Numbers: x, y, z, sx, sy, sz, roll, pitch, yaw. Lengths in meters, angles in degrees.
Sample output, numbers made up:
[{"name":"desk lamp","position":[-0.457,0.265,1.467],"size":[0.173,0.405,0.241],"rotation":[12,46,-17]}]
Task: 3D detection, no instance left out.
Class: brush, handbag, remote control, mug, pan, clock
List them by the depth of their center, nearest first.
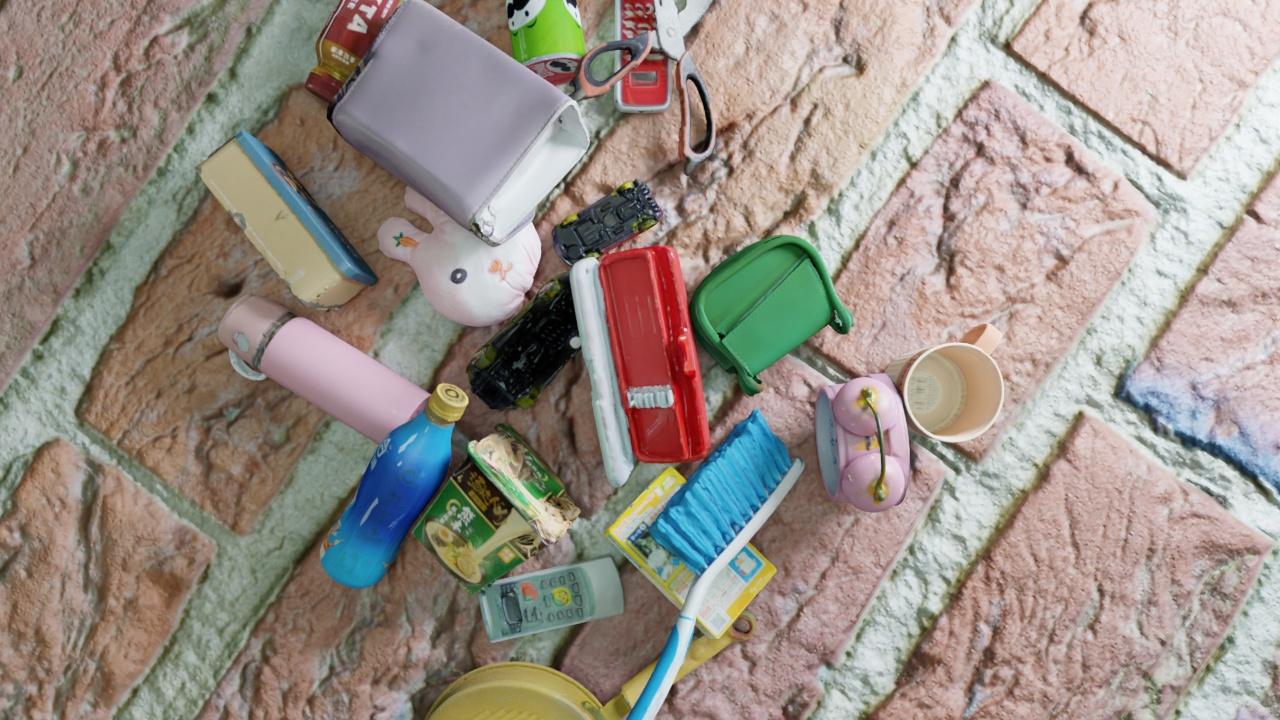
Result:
[{"name":"brush","position":[0.045,0.180,0.790],"size":[0.109,0.061,0.313],"rotation":[45,65,-1]},{"name":"clock","position":[0.192,0.071,0.790],"size":[0.060,0.158,0.117],"rotation":[-4,87,-1]},{"name":"mug","position":[0.272,0.016,0.814],"size":[0.081,0.106,0.114],"rotation":[38,90,2]},{"name":"handbag","position":[-0.164,-0.210,0.825],"size":[0.197,0.098,0.144],"rotation":[37,80,17]},{"name":"handbag","position":[0.115,-0.045,0.846],"size":[0.131,0.068,0.120],"rotation":[-34,95,0]},{"name":"pan","position":[-0.046,0.336,0.850],"size":[0.358,0.078,0.197],"rotation":[-32,91,8]},{"name":"remote control","position":[-0.083,0.224,0.866],"size":[0.135,0.019,0.056],"rotation":[-13,88,2]},{"name":"remote control","position":[0.003,-0.304,0.874],"size":[0.056,0.020,0.136],"rotation":[1,89,3]}]

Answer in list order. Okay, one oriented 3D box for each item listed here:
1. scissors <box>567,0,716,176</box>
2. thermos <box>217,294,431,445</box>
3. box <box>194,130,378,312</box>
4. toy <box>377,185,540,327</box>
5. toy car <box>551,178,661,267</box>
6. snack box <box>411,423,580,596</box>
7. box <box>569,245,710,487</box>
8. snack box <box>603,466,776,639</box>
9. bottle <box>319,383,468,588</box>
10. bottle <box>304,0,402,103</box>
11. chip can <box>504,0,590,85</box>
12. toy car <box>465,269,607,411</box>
[{"name":"scissors","position":[0.025,-0.284,0.854],"size":[0.189,0.015,0.222],"rotation":[47,73,-16]},{"name":"thermos","position":[-0.299,0.017,0.860],"size":[0.198,0.067,0.087],"rotation":[29,118,2]},{"name":"box","position":[-0.321,-0.120,0.849],"size":[0.062,0.090,0.184],"rotation":[-41,90,-1]},{"name":"toy","position":[-0.172,-0.105,0.862],"size":[0.159,0.054,0.121],"rotation":[30,89,10]},{"name":"toy car","position":[-0.033,-0.127,0.865],"size":[0.106,0.031,0.049],"rotation":[-31,87,-2]},{"name":"snack box","position":[-0.136,0.139,0.830],"size":[0.106,0.118,0.117],"rotation":[-43,88,11]},{"name":"box","position":[-0.007,0.005,0.808],"size":[0.095,0.101,0.201],"rotation":[-6,101,24]},{"name":"snack box","position":[0.045,0.176,0.843],"size":[0.140,0.034,0.086],"rotation":[44,71,1]},{"name":"bottle","position":[-0.214,0.111,0.813],"size":[0.065,0.065,0.219],"rotation":[37,114,2]},{"name":"bottle","position":[-0.258,-0.324,0.865],"size":[0.057,0.057,0.175],"rotation":[28,90,2]},{"name":"chip can","position":[-0.101,-0.381,0.854],"size":[0.072,0.072,0.236],"rotation":[-9,88,2]},{"name":"toy car","position":[-0.093,-0.018,0.856],"size":[0.158,0.042,0.070],"rotation":[-44,112,0]}]
